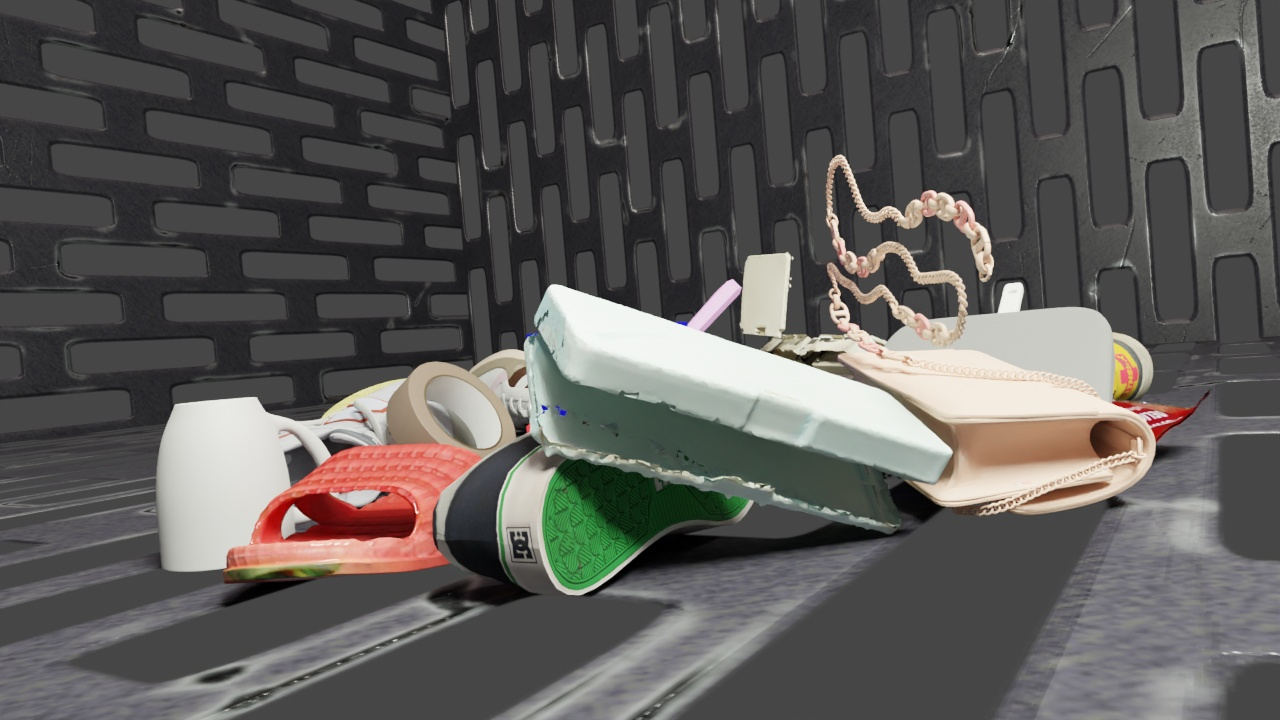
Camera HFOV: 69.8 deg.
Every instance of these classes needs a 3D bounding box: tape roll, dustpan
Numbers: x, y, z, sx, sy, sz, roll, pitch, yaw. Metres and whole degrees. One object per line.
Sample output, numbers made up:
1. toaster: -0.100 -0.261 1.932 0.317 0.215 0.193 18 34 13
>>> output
1. tape roll: -0.138 0.047 0.675 0.030 0.093 0.093 -43 -18 25
2. dustpan: 0.268 -0.008 0.694 0.163 0.033 0.256 -5 29 31

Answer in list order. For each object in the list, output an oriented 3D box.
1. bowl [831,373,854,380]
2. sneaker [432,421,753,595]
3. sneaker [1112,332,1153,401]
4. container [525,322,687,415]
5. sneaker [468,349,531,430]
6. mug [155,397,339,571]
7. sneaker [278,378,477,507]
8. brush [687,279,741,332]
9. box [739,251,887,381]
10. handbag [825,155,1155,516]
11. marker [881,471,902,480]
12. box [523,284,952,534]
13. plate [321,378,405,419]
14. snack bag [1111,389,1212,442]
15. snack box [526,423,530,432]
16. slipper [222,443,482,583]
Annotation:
1. bowl: 0.085 0.049 0.674 0.145 0.067 0.145 -5 1 0
2. sneaker: -0.008 0.055 0.468 0.079 0.084 0.234 -4 5 33
3. sneaker: 0.307 0.019 0.813 0.239 0.086 0.121 -6 1 43
4. container: -0.015 0.036 0.590 0.085 0.113 0.085 -4 1 28
5. sneaker: -0.131 0.054 1.161 0.294 0.112 0.116 -4 22 31
6. mug: -0.227 0.066 0.539 0.071 0.089 0.107 -4 1 40
7. sneaker: -0.204 0.071 0.688 0.239 0.089 0.124 -15 10 -25
8. brush: -0.004 0.004 0.714 0.228 0.043 0.089 -47 2 -25
9. box: 0.173 -0.022 0.870 0.080 0.182 0.144 -42 24 -26
10. handbag: 0.188 -0.020 0.493 0.116 0.187 0.198 -6 13 -7
11. marker: 0.168 0.065 0.597 0.126 0.025 0.025 -5 1 16
12. box: 0.045 0.019 0.412 0.198 0.085 0.073 16 -37 -27
13. plate: -0.244 0.054 0.873 0.184 0.036 0.184 -11 23 5
14. snack bag: 0.271 0.038 0.655 0.138 0.066 0.208 -14 7 -31
15. snack box: -0.028 0.071 0.907 0.152 0.036 0.132 -5 1 0
16. slipper: -0.136 0.076 0.515 0.103 0.059 0.248 -5 0 10
